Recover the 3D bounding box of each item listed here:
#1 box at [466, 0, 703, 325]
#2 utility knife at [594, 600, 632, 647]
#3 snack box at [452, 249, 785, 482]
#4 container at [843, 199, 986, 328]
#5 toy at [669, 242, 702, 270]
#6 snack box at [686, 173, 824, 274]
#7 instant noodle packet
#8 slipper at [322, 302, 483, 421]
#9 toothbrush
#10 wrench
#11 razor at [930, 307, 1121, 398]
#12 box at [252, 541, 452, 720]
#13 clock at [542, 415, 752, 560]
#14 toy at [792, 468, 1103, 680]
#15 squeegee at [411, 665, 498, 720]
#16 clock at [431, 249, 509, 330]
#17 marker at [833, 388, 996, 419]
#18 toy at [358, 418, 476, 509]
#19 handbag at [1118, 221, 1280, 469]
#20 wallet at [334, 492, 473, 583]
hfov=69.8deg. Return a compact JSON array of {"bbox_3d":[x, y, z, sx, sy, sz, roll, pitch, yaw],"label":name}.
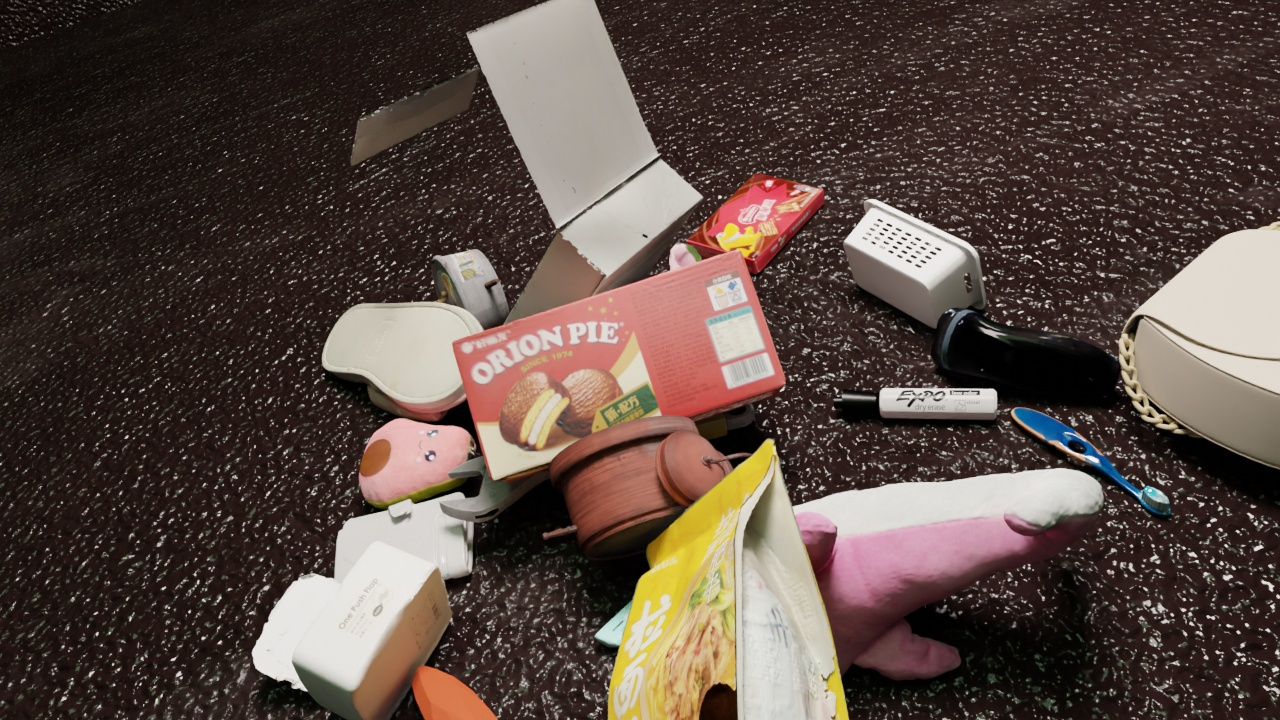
[{"bbox_3d":[-0.053,-0.168,0.779,0.150,0.369,0.166,12,37,29],"label":"box"},{"bbox_3d":[0.018,0.167,0.683,0.128,0.015,0.022,-39,43,-27],"label":"utility knife"},{"bbox_3d":[-0.017,0.007,0.717,0.236,0.060,0.113,-18,81,-1],"label":"snack box"},{"bbox_3d":[0.241,-0.084,0.827,0.049,0.081,0.129,-42,46,-9],"label":"container"},{"bbox_3d":[-0.005,0.005,0.781,0.205,0.131,0.105,-31,48,-13],"label":"toy"},{"bbox_3d":[0.123,-0.147,0.974,0.089,0.021,0.132,22,55,35],"label":"snack box"},{"bbox_3d":[0.040,0.173,0.534,0.084,0.163,0.221,17,47,-19],"label":"instant noodle packet"},{"bbox_3d":[-0.228,-0.003,0.904,0.275,0.054,0.114,13,73,46],"label":"slipper"},{"bbox_3d":[0.328,0.070,0.675,0.021,0.017,0.135,-30,43,-16],"label":"toothbrush"},{"bbox_3d":[-0.034,0.077,0.769,0.273,0.018,0.083,-14,34,-5],"label":"wrench"},{"bbox_3d":[0.309,-0.004,0.741,0.141,0.053,0.063,17,19,25],"label":"razor"},{"bbox_3d":[-0.224,0.191,0.676,0.137,0.124,0.108,22,53,15],"label":"box"},{"bbox_3d":[0.010,0.093,0.680,0.158,0.120,0.072,-22,67,11],"label":"clock"},{"bbox_3d":[0.163,0.141,0.586,0.266,0.186,0.127,-23,76,28],"label":"toy"},{"bbox_3d":[-0.104,0.257,0.596,0.249,0.055,0.185,-26,33,-27],"label":"squeegee"},{"bbox_3d":[-0.180,-0.067,0.940,0.056,0.104,0.148,-23,35,-21],"label":"clock"},{"bbox_3d":[0.221,0.035,0.743,0.126,0.025,0.025,0,45,19],"label":"marker"},{"bbox_3d":[-0.196,0.088,0.813,0.110,0.051,0.089,-9,43,8],"label":"toy"},{"bbox_3d":[0.477,-0.004,0.651,0.210,0.103,0.209,-32,41,-27],"label":"handbag"},{"bbox_3d":[-0.195,0.154,0.758,0.116,0.032,0.086,-18,44,0],"label":"wallet"}]
